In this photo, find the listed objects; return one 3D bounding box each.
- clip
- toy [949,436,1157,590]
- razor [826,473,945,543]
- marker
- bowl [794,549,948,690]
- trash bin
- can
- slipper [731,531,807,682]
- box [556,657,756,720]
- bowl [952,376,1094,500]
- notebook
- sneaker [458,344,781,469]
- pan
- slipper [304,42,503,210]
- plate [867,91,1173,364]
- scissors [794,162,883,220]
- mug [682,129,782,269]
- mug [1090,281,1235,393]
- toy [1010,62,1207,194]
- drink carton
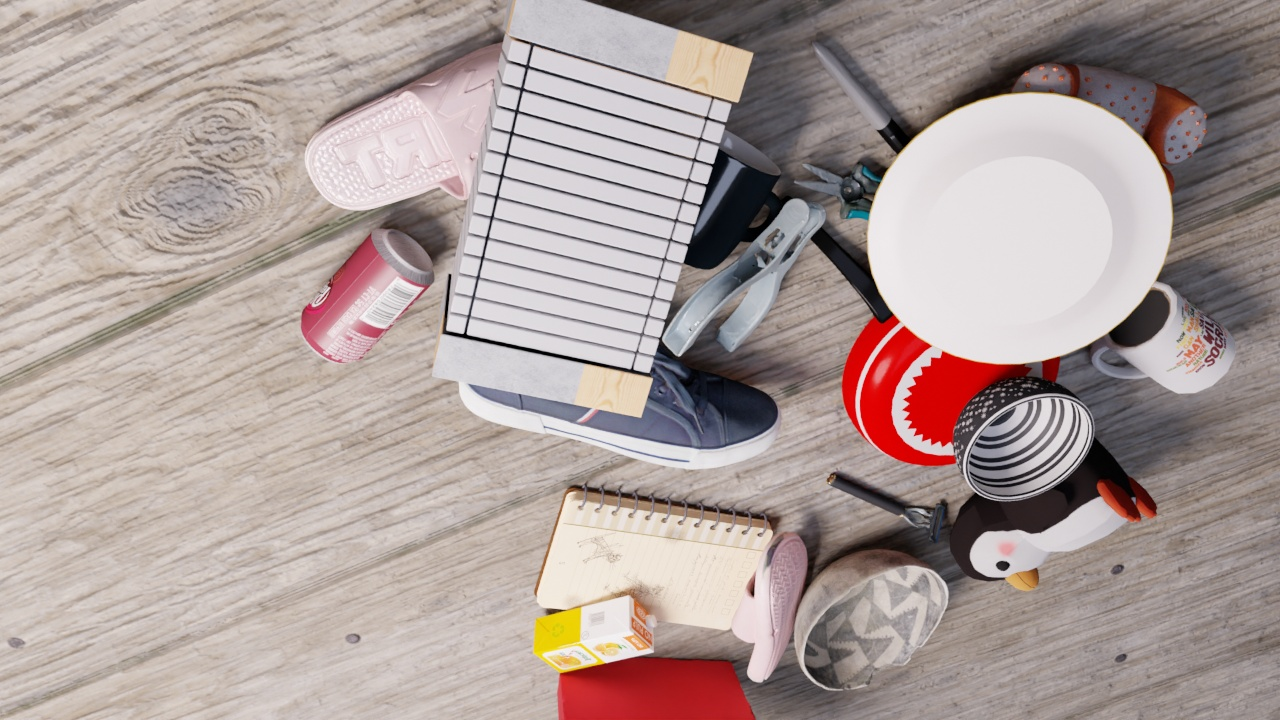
[{"bbox_3d":[0.103,-0.062,0.803,0.174,0.030,0.158,-45,160,8],"label":"clip"},{"bbox_3d":[0.396,0.150,0.944,0.158,0.140,0.184,5,137,-48],"label":"toy"},{"bbox_3d":[0.258,0.150,0.973,0.144,0.022,0.042,24,73,-14],"label":"razor"},{"bbox_3d":[0.184,-0.208,0.746,0.016,0.022,0.138,-40,118,22],"label":"marker"},{"bbox_3d":[0.236,0.266,0.998,0.178,0.081,0.179,-13,126,-18],"label":"bowl"},{"bbox_3d":[-0.045,-0.112,0.635,0.142,0.142,0.247,12,109,-14],"label":"trash bin"},{"bbox_3d":[-0.228,-0.053,0.766,0.063,0.063,0.114,39,110,-25],"label":"can"},{"bbox_3d":[0.138,0.265,0.988,0.056,0.106,0.222,20,136,24],"label":"slipper"},{"bbox_3d":[0.022,0.434,0.943,0.211,0.317,0.121,5,128,-11],"label":"box"},{"bbox_3d":[0.338,0.061,0.836,0.120,0.066,0.120,-5,124,-7],"label":"bowl"},{"bbox_3d":[0.014,0.213,0.978,0.225,0.024,0.168,11,120,-13],"label":"notebook"},{"bbox_3d":[-0.005,0.005,0.805,0.294,0.120,0.127,12,131,-10],"label":"sneaker"},{"bbox_3d":[0.249,-0.026,0.845,0.209,0.067,0.356,-42,120,17],"label":"pan"},{"bbox_3d":[-0.146,-0.173,0.704,0.239,0.064,0.094,-17,121,5],"label":"slipper"},{"bbox_3d":[0.301,-0.097,0.739,0.230,0.021,0.230,7,118,14],"label":"plate"},{"bbox_3d":[0.208,-0.135,0.786,0.123,0.019,0.148,-37,103,-5],"label":"scissors"},{"bbox_3d":[0.067,-0.128,0.749,0.121,0.085,0.095,13,121,-35],"label":"mug"},{"bbox_3d":[0.488,-0.015,0.875,0.089,0.073,0.105,28,139,-21],"label":"mug"},{"bbox_3d":[0.357,-0.151,0.760,0.163,0.092,0.173,7,121,-11],"label":"toy"},{"bbox_3d":[-0.047,0.295,0.988,0.123,0.040,0.058,-19,135,19],"label":"drink carton"}]
